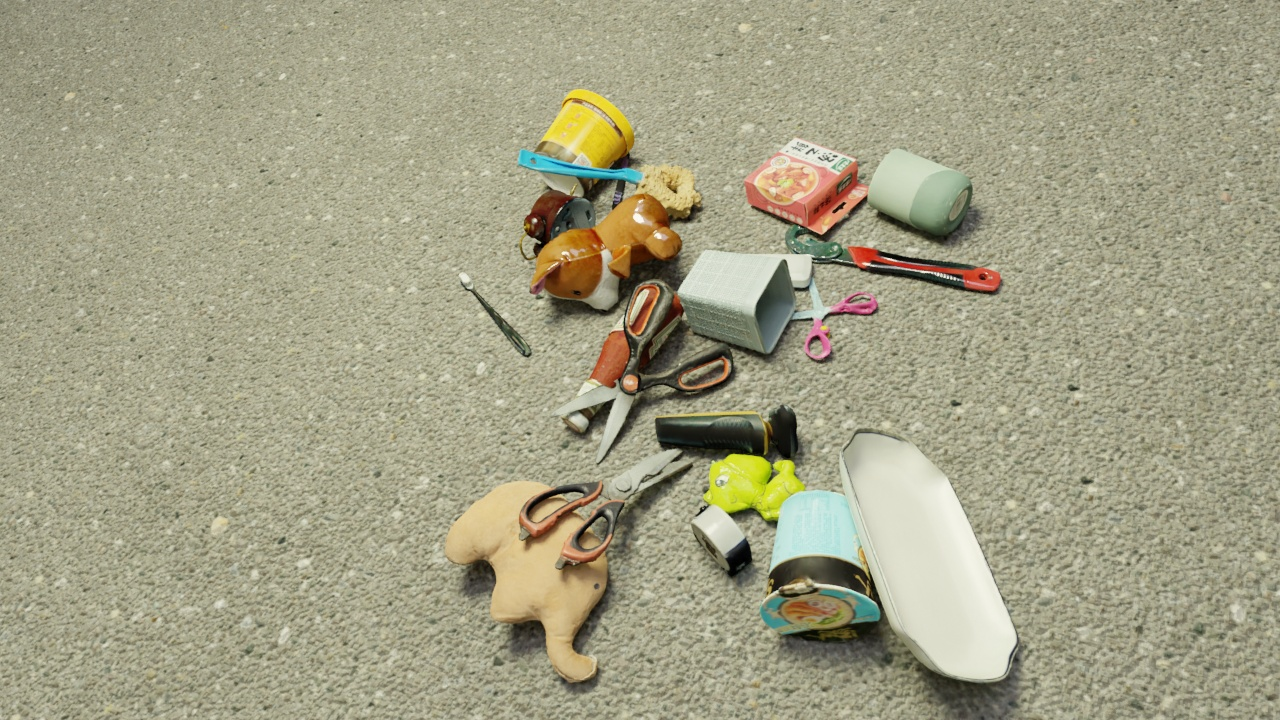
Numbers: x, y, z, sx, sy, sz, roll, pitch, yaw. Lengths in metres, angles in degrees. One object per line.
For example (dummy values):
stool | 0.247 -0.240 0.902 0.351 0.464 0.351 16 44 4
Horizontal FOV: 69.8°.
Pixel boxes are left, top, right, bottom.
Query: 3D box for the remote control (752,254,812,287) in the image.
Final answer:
remote control | 0.155 -0.116 1.172 0.125 0.024 0.048 1 49 16

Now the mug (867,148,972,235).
mug | 0.365 -0.215 1.172 0.106 0.082 0.111 31 34 30

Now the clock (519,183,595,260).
clock | -0.116 -0.181 1.245 0.055 0.082 0.121 31 64 34

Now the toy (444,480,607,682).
toy | -0.099 0.219 0.952 0.143 0.083 0.226 -36 60 -18

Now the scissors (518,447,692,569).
scissors | -0.024 0.152 0.972 0.204 0.015 0.198 9 44 -10

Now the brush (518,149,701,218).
brush | -0.040 -0.249 1.248 0.254 0.046 0.083 10 65 -9

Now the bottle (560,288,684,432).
bottle | -0.023 -0.002 1.108 0.060 0.060 0.205 27 70 28

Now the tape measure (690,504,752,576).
tape measure | 0.082 0.182 0.943 0.033 0.066 0.066 -37 55 -14

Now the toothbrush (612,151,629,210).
toothbrush | -0.032 -0.239 1.311 0.014 0.017 0.188 0 53 12

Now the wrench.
wrench | 0.309 -0.126 1.152 0.274 0.016 0.056 17 60 24

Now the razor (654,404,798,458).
razor | 0.094 0.077 1.032 0.168 0.062 0.067 -1 23 18

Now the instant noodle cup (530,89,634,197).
instant noodle cup | -0.087 -0.304 1.312 0.118 0.118 0.114 25 70 27

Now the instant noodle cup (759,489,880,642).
instant noodle cup | 0.174 0.194 0.895 0.111 0.111 0.120 0 48 12

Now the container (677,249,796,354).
container | 0.115 -0.075 1.107 0.112 0.090 0.090 15 58 31

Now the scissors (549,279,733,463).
scissors | 0.007 0.013 1.072 0.227 0.022 0.220 6 85 -9

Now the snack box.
snack box | 0.224 -0.235 1.223 0.127 0.044 0.113 31 62 35

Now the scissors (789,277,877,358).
scissors | 0.224 -0.056 1.120 0.135 0.017 0.133 -11 49 10

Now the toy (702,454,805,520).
toy | 0.121 0.134 0.991 0.100 0.031 0.096 36 69 27

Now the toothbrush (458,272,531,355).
toothbrush | -0.195 -0.063 1.217 0.015 0.018 0.181 -33 56 -16

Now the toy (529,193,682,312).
toy | -0.048 -0.130 1.182 0.199 0.140 0.130 -18 94 0

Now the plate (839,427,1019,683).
plate | 0.265 0.183 0.881 0.161 0.034 0.265 13 46 -31
